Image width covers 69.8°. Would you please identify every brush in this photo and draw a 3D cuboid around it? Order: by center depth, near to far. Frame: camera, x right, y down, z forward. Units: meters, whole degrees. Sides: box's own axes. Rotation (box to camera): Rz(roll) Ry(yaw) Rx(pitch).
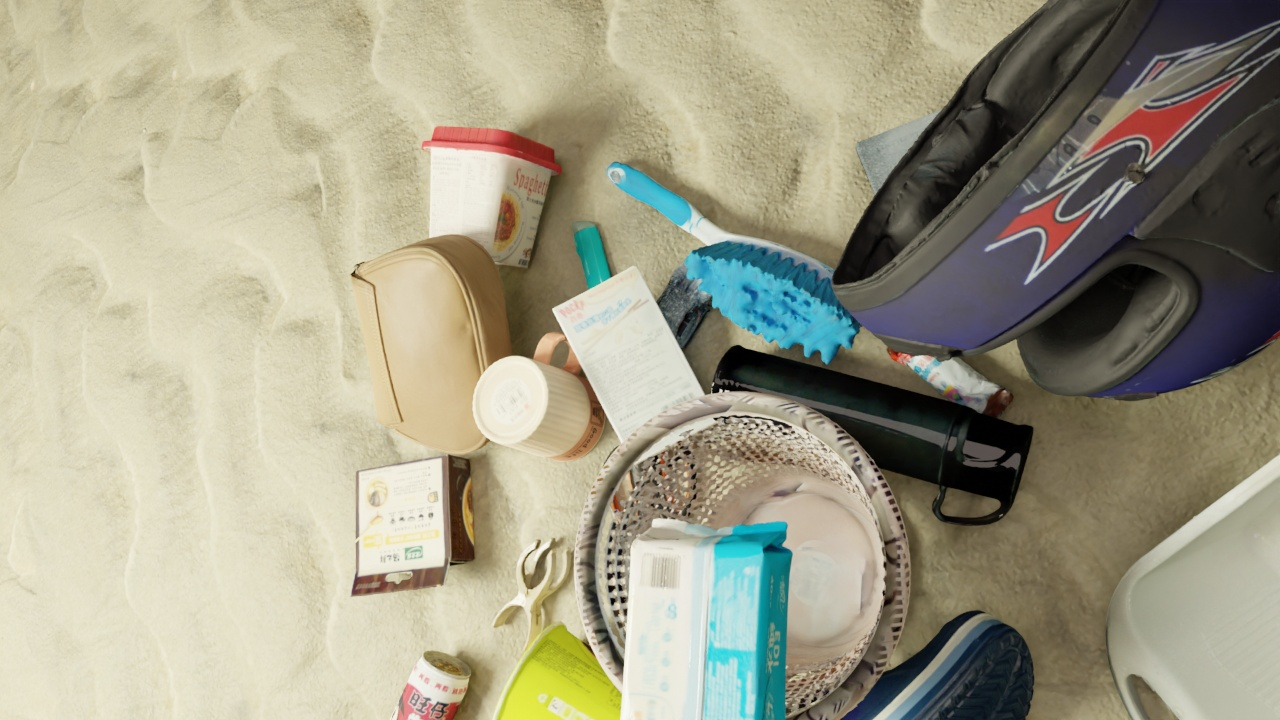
[{"bbox_3d":[0.066,-0.100,0.815,0.315,0.109,0.061,29,128,22],"label":"brush"}]

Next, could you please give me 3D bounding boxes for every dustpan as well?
[{"bbox_3d":[0.401,0.176,0.527,0.142,0.258,0.222,-30,65,-10],"label":"dustpan"}]

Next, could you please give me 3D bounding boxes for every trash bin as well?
[{"bbox_3d":[0.094,0.150,0.672,0.228,0.192,0.227,-6,75,24],"label":"trash bin"}]

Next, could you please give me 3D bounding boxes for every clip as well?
[{"bbox_3d":[-0.098,0.212,0.839,0.074,0.034,0.100,28,95,27],"label":"clip"}]

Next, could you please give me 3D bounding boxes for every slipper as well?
[{"bbox_3d":[0.173,0.277,0.667,0.253,0.105,0.095,-44,35,2],"label":"slipper"}]

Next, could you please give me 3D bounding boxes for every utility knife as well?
[{"bbox_3d":[-0.033,-0.043,0.879,0.029,0.013,0.219,-21,67,17],"label":"utility knife"}]

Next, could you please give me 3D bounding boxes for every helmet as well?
[{"bbox_3d":[0.310,-0.092,0.602,0.240,0.247,0.315,39,93,-7],"label":"helmet"}]

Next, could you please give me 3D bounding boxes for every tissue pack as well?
[{"bbox_3d":[0.042,0.165,0.550,0.090,0.063,0.140,-3,75,26],"label":"tissue pack"}]

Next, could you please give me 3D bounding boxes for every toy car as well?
[{"bbox_3d":[0.031,-0.042,0.840,0.049,0.031,0.105,34,94,28],"label":"toy car"}]

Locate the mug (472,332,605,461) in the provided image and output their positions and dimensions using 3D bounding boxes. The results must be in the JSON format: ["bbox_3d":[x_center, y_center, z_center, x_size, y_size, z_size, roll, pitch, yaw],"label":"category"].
[{"bbox_3d":[-0.086,0.030,0.835,0.082,0.106,0.114,17,86,27],"label":"mug"}]

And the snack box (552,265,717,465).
[{"bbox_3d":[-0.005,0.005,0.808,0.084,0.027,0.156,-28,83,-1],"label":"snack box"}]

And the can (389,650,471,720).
[{"bbox_3d":[-0.206,0.340,0.847,0.053,0.053,0.132,24,89,28],"label":"can"}]

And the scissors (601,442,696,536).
[{"bbox_3d":[0.034,0.170,0.793,0.139,0.021,0.235,-39,65,12],"label":"scissors"}]

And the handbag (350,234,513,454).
[{"bbox_3d":[-0.192,-0.017,0.879,0.148,0.099,0.205,2,109,21],"label":"handbag"}]

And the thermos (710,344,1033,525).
[{"bbox_3d":[0.174,0.059,0.729,0.243,0.068,0.090,17,92,27],"label":"thermos"}]

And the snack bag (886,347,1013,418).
[{"bbox_3d":[0.243,0.011,0.728,0.105,0.026,0.045,43,129,24],"label":"snack bag"}]

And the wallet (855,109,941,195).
[{"bbox_3d":[0.250,-0.165,0.763,0.121,0.019,0.097,-19,62,13],"label":"wallet"}]

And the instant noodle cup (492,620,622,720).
[{"bbox_3d":[-0.041,0.295,0.758,0.123,0.111,0.111,23,88,19],"label":"instant noodle cup"}]

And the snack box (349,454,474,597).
[{"bbox_3d":[-0.224,0.162,0.898,0.113,0.053,0.125,-12,74,22],"label":"snack box"}]

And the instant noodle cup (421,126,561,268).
[{"bbox_3d":[-0.153,-0.160,0.915,0.117,0.116,0.124,11,93,27],"label":"instant noodle cup"}]
